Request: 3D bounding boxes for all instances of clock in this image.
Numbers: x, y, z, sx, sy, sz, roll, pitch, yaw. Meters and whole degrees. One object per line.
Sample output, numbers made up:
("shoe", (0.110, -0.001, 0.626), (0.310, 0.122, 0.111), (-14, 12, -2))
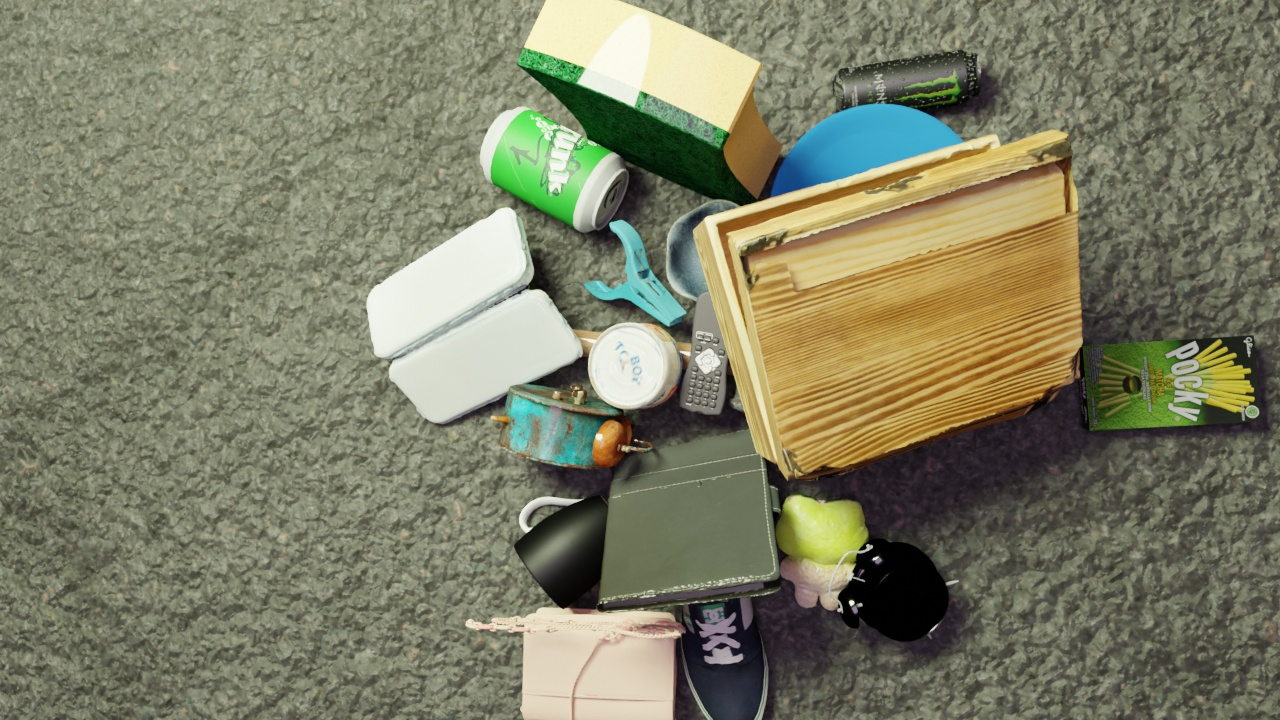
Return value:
("clock", (-0.062, 0.064, 0.921), (0.157, 0.121, 0.073), (13, 94, 4))
("clock", (0.237, 0.220, 0.876), (0.120, 0.042, 0.091), (21, 98, -12))

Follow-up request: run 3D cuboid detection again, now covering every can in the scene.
("can", (-0.005, 0.005, 0.906), (0.086, 0.043, 0.086), (0, 90, 22))
("can", (0.261, -0.272, 0.909), (0.138, 0.054, 0.054), (-6, 86, 10))
("can", (-0.089, -0.197, 0.951), (0.140, 0.087, 0.088), (29, 92, 10))

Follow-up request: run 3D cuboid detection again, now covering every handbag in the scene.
("handbag", (-0.057, 0.304, 0.872), (0.199, 0.187, 0.116), (1, 81, 6))

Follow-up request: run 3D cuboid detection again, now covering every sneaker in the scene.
("sneaker", (0.076, 0.258, 0.906), (0.084, 0.079, 0.235), (-8, 86, 9))

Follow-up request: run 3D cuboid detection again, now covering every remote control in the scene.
("remote control", (0.068, -0.009, 0.901), (0.046, 0.009, 0.124), (11, 96, 17))

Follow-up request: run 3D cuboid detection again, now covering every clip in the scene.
("clip", (-0.017, -0.080, 0.943), (0.119, 0.033, 0.121), (-19, 93, 41))

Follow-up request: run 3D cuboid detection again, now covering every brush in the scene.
("brush", (0.020, -0.234, 0.851), (0.195, 0.250, 0.075), (26, 92, 14))

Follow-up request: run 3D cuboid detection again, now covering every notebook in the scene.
("notebook", (0.047, 0.146, 0.866), (0.169, 0.208, 0.029), (-10, 124, 9))

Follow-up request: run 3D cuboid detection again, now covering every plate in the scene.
("plate", (0.234, -0.138, 0.908), (0.224, 0.024, 0.224), (0, 94, -4))

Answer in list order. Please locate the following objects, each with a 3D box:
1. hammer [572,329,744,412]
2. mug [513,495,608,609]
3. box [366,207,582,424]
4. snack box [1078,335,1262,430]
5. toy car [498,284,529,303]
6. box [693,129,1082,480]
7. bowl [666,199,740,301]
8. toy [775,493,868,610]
("hammer", (0.002, -0.010, 0.951), (0.329, 0.052, 0.098), (8, 89, 14))
("mug", (-0.073, 0.179, 0.943), (0.100, 0.085, 0.119), (-38, 51, -7))
("box", (-0.182, -0.039, 0.952), (0.211, 0.084, 0.186), (-24, 87, 21))
("snack box", (0.497, 0.022, 0.868), (0.148, 0.025, 0.080), (-4, 87, 10))
("toy car", (-0.166, -0.095, 0.990), (0.107, 0.030, 0.049), (27, 91, 13))
("box", (0.220, -0.037, 0.791), (0.279, 0.220, 0.258), (-17, 94, -5))
("bowl", (0.083, -0.104, 0.933), (0.110, 0.055, 0.110), (0, 89, 11))
("toy", (0.178, 0.190, 0.908), (0.092, 0.046, 0.115), (2, 95, 8))
